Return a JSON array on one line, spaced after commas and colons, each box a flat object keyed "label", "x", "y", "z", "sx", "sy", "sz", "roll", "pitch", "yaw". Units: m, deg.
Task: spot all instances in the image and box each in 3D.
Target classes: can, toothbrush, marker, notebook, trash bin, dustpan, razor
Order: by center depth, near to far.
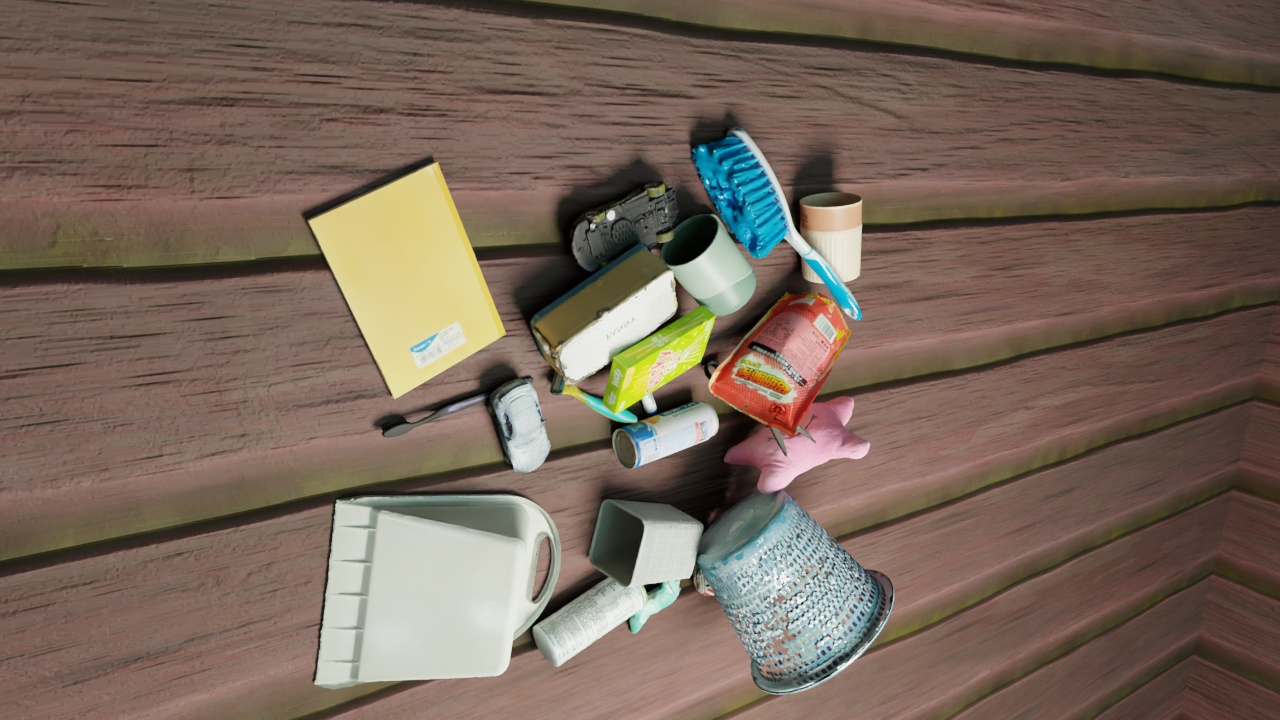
[{"label": "notebook", "x": -0.233, "y": -0.081, "z": 0.945, "sx": 0.145, "sy": 0.010, "sz": 0.206, "roll": -33, "pitch": 121, "yaw": -25}, {"label": "toothbrush", "x": -0.199, "y": 0.049, "z": 1.012, "sx": 0.188, "sy": 0.017, "sz": 0.014, "roll": -21, "pitch": 127, "yaw": -34}, {"label": "dustpan", "x": -0.218, "y": 0.254, "z": 1.063, "sx": 0.257, "sy": 0.142, "sz": 0.223, "roll": 8, "pitch": 100, "yaw": -9}, {"label": "razor", "x": -0.055, "y": 0.047, "z": 1.106, "sx": 0.132, "sy": 0.028, "sz": 0.043, "roll": 31, "pitch": 58, "yaw": -36}, {"label": "marker", "x": -0.007, "y": 0.007, "z": 1.137, "sx": 0.016, "sy": 0.017, "sz": 0.146, "roll": -34, "pitch": 122, "yaw": -24}, {"label": "can", "x": -0.063, "y": 0.326, "z": 1.169, "sx": 0.146, "sy": 0.058, "sz": 0.058, "roll": -29, "pitch": 119, "yaw": -27}, {"label": "can", "x": 0.033, "y": 0.093, "z": 1.171, "sx": 0.134, "sy": 0.053, "sz": 0.053, "roll": -17, "pitch": 114, "yaw": -32}, {"label": "trash bin", "x": 0.185, "y": 0.286, "z": 1.212, "sx": 0.226, "sy": 0.227, "sz": 0.195, "roll": -40, "pitch": 97, "yaw": -20}]

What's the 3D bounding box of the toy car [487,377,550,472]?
[{"label": "toy car", "x": -0.136, "y": 0.076, "z": 1.049, "sx": 0.054, "sy": 0.037, "sz": 0.121, "roll": -29, "pitch": 127, "yaw": -28}]

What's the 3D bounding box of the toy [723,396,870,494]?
[{"label": "toy", "x": 0.204, "y": 0.104, "z": 1.248, "sx": 0.195, "sy": 0.178, "sz": 0.074, "roll": -23, "pitch": 121, "yaw": 10}]

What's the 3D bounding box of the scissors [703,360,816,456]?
[{"label": "scissors", "x": 0.157, "y": 0.047, "z": 1.201, "sx": 0.159, "sy": 0.177, "sz": 0.014, "roll": 15, "pitch": 138, "yaw": -6}]

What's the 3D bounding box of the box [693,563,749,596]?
[{"label": "box", "x": 0.146, "y": 0.286, "z": 1.318, "sx": 0.164, "sy": 0.055, "sz": 0.070, "roll": -24, "pitch": 133, "yaw": -29}]

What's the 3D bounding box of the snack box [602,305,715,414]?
[{"label": "snack box", "x": 0.023, "y": -0.001, "z": 1.106, "sx": 0.156, "sy": 0.026, "sz": 0.086, "roll": -31, "pitch": 151, "yaw": -36}]

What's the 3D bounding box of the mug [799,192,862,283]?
[{"label": "mug", "x": 0.263, "y": -0.172, "z": 1.251, "sx": 0.114, "sy": 0.082, "sz": 0.106, "roll": -43, "pitch": 133, "yaw": -56}]

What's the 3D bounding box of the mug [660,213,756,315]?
[{"label": "mug", "x": 0.090, "y": -0.125, "z": 1.135, "sx": 0.106, "sy": 0.082, "sz": 0.111, "roll": 46, "pitch": 45, "yaw": -36}]

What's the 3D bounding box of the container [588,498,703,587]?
[{"label": "container", "x": 0.011, "y": 0.233, "z": 1.177, "sx": 0.114, "sy": 0.090, "sz": 0.090, "roll": 8, "pitch": 99, "yaw": -41}]

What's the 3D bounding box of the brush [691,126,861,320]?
[{"label": "brush", "x": 0.181, "y": -0.157, "z": 1.163, "sx": 0.109, "sy": 0.061, "sz": 0.314, "roll": -41, "pitch": 108, "yaw": -30}]

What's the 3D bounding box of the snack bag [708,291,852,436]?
[{"label": "snack bag", "x": 0.190, "y": -0.002, "z": 1.207, "sx": 0.207, "sy": 0.128, "sz": 0.073, "roll": -50, "pitch": 168, "yaw": -32}]

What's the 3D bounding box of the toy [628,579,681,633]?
[{"label": "toy", "x": 0.021, "y": 0.320, "z": 1.245, "sx": 0.091, "sy": 0.030, "sz": 0.097, "roll": -28, "pitch": 140, "yaw": -31}]

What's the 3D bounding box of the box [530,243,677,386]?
[{"label": "box", "x": -0.033, "y": -0.056, "z": 1.046, "sx": 0.184, "sy": 0.060, "sz": 0.090, "roll": -37, "pitch": 147, "yaw": -18}]

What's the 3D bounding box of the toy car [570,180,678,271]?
[{"label": "toy car", "x": -0.018, "y": -0.157, "z": 1.060, "sx": 0.157, "sy": 0.042, "sz": 0.070, "roll": -29, "pitch": 122, "yaw": -29}]
